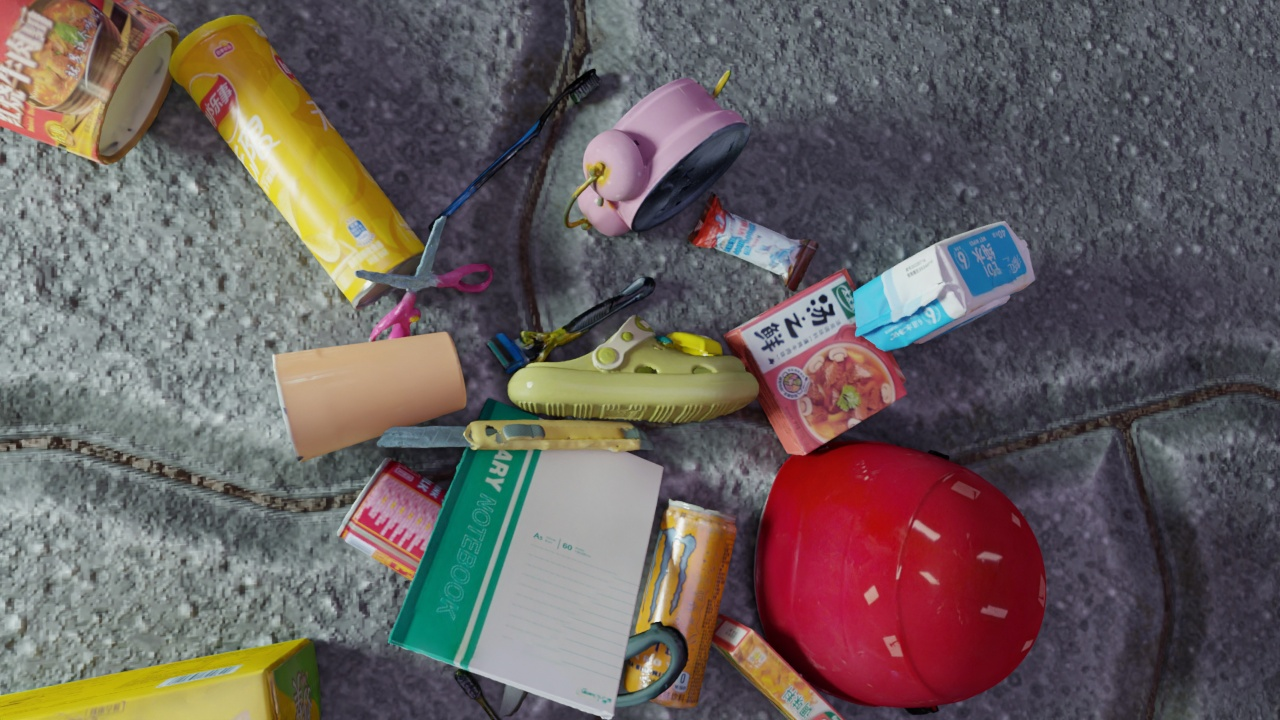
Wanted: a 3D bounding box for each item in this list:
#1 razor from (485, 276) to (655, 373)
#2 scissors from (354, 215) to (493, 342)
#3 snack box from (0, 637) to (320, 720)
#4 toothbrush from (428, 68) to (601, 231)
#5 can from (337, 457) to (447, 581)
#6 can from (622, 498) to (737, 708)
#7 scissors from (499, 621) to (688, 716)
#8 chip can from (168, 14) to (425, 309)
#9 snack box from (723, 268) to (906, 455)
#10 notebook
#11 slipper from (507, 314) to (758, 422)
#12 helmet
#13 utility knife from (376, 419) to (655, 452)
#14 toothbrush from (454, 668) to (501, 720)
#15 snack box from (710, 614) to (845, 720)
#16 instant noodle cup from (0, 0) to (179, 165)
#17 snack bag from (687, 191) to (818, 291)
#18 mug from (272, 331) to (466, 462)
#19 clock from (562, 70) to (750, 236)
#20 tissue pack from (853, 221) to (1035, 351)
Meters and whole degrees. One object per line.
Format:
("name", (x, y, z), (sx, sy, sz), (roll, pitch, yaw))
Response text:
("razor", (-0.049, -0.030, 0.719), (0.142, 0.022, 0.042), (-28, 46, -16))
("scissors", (-0.154, -0.055, 0.663), (0.135, 0.134, 0.017), (-17, 60, -42))
("snack box", (-0.317, 0.233, 0.565), (0.210, 0.158, 0.070), (-9, 82, -13))
("toothbrush", (-0.098, -0.166, 0.727), (0.189, 0.014, 0.016), (-47, 118, -12))
("can", (-0.158, 0.120, 0.656), (0.094, 0.066, 0.066), (33, 79, -7))
("can", (0.031, 0.182, 0.693), (0.058, 0.058, 0.146), (15, 81, -10))
("scissors", (-0.041, 0.187, 0.669), (0.179, 0.019, 0.170), (15, 79, 16))
("chip can", (-0.244, -0.141, 0.664), (0.072, 0.072, 0.213), (-37, 93, -13))
("snack box", (0.151, -0.003, 0.744), (0.127, 0.044, 0.113), (-29, 91, -13))
("notebook", (-0.068, 0.128, 0.641), (0.150, 0.012, 0.208), (22, 44, -8))
("slipper", (-0.004, 0.004, 0.691), (0.190, 0.092, 0.081), (0, 81, -9))
("helmet", (0.215, 0.165, 0.693), (0.240, 0.144, 0.206), (11, 80, -12))
("utility knife", (-0.087, 0.058, 0.680), (0.212, 0.022, 0.031), (-2, 45, -23))
("toothbrush", (-0.079, 0.303, 0.678), (0.012, 0.017, 0.186), (-37, 92, -16))
("snack box", (0.119, 0.258, 0.694), (0.156, 0.077, 0.027), (45, 77, -4))
("instant noodle cup", (-0.387, -0.205, 0.615), (0.108, 0.138, 0.137), (27, 79, -17))
("snack bag", (0.093, -0.097, 0.752), (0.104, 0.026, 0.048), (25, 92, -8))
("mug", (-0.191, 0.021, 0.658), (0.122, 0.078, 0.078), (-13, 87, -18))
("clock", (0.006, -0.147, 0.695), (0.158, 0.117, 0.060), (-38, 82, -15))
("tissue pack", (0.240, -0.056, 0.724), (0.139, 0.090, 0.063), (-20, 81, -39))
